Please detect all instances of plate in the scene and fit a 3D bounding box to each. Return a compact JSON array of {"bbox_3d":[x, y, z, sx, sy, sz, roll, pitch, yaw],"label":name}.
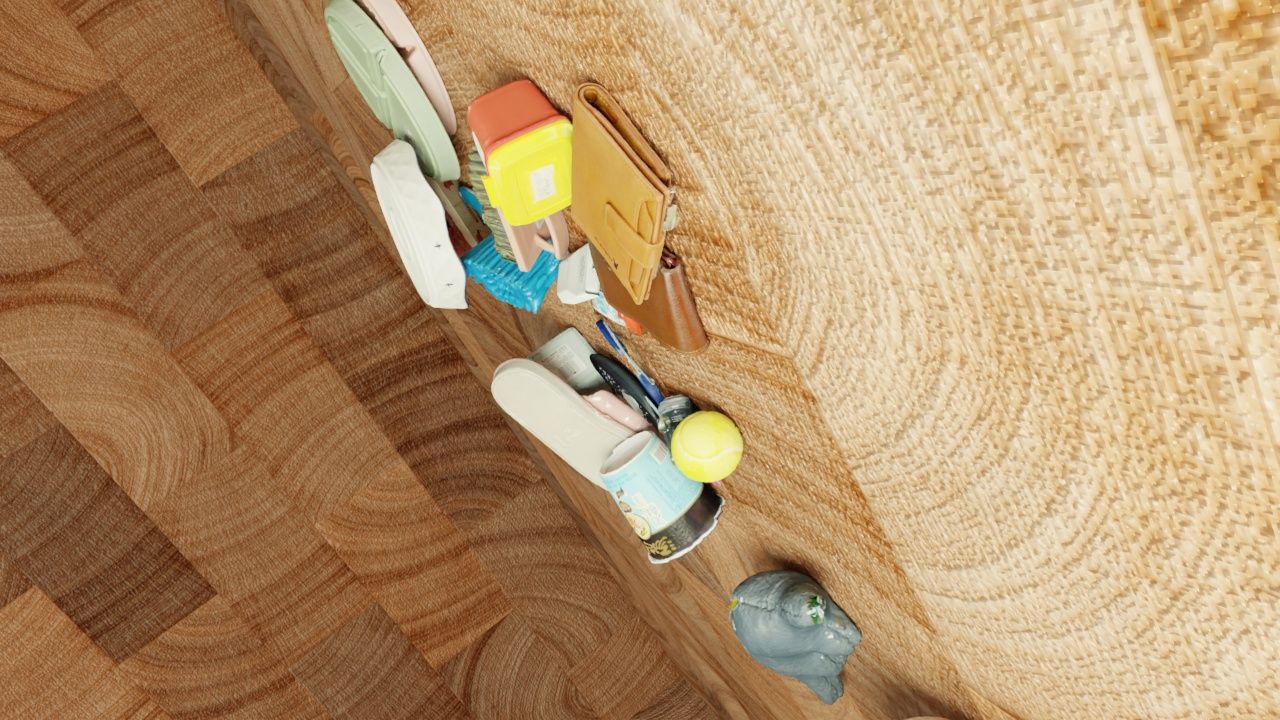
[{"bbox_3d":[-0.282,-0.347,1.021,0.229,0.028,0.230,50,167,16],"label":"plate"},{"bbox_3d":[-0.255,-0.150,1.049,0.204,0.045,0.205,56,159,33],"label":"plate"},{"bbox_3d":[-0.277,-0.294,1.016,0.230,0.027,0.230,50,168,15],"label":"plate"}]

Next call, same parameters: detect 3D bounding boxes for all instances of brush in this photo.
[{"bbox_3d":[-0.114,-0.153,0.876,0.073,0.063,0.146,16,149,20],"label":"brush"},{"bbox_3d":[-0.170,-0.139,1.057,0.315,0.109,0.060,25,158,49],"label":"brush"}]

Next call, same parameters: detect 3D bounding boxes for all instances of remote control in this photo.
[{"bbox_3d":[-0.059,-0.082,0.884,0.125,0.024,0.049,177,97,-73],"label":"remote control"},{"bbox_3d":[-0.012,0.032,1.059,0.136,0.024,0.053,42,164,36],"label":"remote control"}]

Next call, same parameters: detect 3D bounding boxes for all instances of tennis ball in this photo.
[{"bbox_3d":[0.060,0.078,0.836,0.065,0.065,0.065,50,166,16],"label":"tennis ball"}]

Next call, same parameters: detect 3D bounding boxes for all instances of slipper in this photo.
[{"bbox_3d":[-0.058,0.080,1.103,0.274,0.054,0.114,36,131,-17],"label":"slipper"}]

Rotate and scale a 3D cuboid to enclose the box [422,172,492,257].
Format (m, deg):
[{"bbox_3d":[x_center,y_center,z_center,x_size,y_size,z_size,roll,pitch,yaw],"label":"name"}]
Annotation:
[{"bbox_3d":[-0.265,-0.190,1.189,0.168,0.077,0.091,57,-166,-16],"label":"box"}]

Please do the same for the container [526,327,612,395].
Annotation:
[{"bbox_3d":[-0.093,0.025,1.184,0.090,0.090,0.112,49,163,20],"label":"container"}]

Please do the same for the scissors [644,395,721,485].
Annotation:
[{"bbox_3d":[0.040,0.082,1.003,0.137,0.017,0.093,51,175,-21],"label":"scissors"}]

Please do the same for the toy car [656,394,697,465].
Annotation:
[{"bbox_3d":[0.044,0.073,0.936,0.034,0.043,0.091,-100,-9,-49],"label":"toy car"}]

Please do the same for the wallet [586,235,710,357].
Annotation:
[{"bbox_3d":[0.003,-0.064,0.751,0.124,0.032,0.101,39,157,42],"label":"wallet"}]

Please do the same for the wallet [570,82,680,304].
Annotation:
[{"bbox_3d":[-0.016,-0.113,0.648,0.108,0.031,0.132,55,161,20],"label":"wallet"}]

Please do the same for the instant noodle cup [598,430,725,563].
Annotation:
[{"bbox_3d":[0.017,0.148,1.039,0.120,0.111,0.111,51,168,-13],"label":"instant noodle cup"}]

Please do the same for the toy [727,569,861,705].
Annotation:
[{"bbox_3d":[0.159,0.284,0.971,0.138,0.091,0.357,33,161,26],"label":"toy"}]

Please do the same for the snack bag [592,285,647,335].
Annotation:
[{"bbox_3d":[-0.024,-0.055,0.873,0.104,0.026,0.048,29,134,62],"label":"snack bag"}]

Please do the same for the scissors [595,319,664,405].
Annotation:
[{"bbox_3d":[-0.008,0.002,0.950,0.162,0.012,0.176,54,177,-33],"label":"scissors"}]

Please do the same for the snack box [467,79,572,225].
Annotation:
[{"bbox_3d":[-0.094,-0.166,0.726,0.080,0.082,0.091,58,170,27],"label":"snack box"}]

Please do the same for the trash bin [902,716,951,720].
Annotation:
[{"bbox_3d":[0.251,0.389,0.707,0.227,0.227,0.192,56,179,-9],"label":"trash bin"}]
